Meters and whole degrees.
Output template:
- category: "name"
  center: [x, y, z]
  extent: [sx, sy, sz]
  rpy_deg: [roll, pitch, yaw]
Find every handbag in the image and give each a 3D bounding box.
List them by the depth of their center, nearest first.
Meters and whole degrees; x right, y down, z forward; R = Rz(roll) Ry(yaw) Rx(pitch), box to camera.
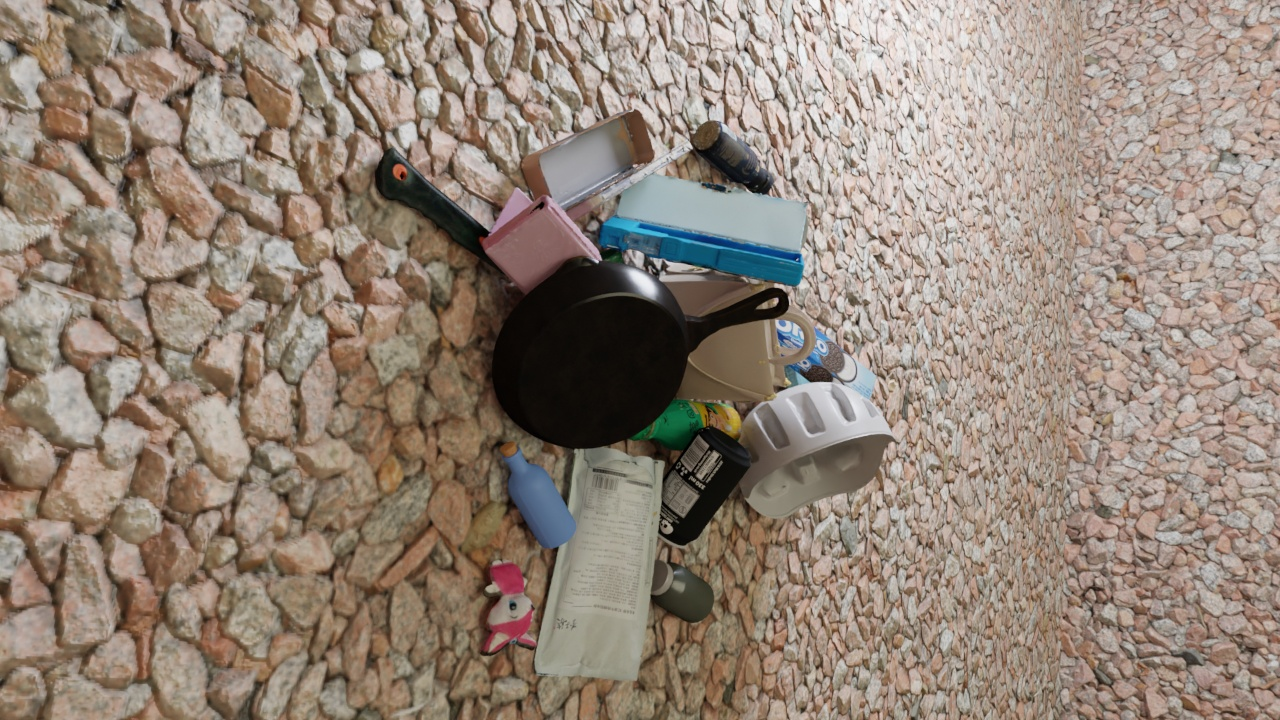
- category: "handbag"
  center: [0.135, -0.033, 1.195]
  extent: [0.101, 0.198, 0.195]
  rpy_deg: [-40, 127, -48]

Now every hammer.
- category: "hammer"
  center: [-0.155, -0.115, 1.001]
  extent: [0.333, 0.033, 0.132]
  rpy_deg: [37, 62, -43]

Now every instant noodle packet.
- category: "instant noodle packet"
  center: [-0.045, 0.242, 1.101]
  extent: [0.146, 0.057, 0.269]
  rpy_deg: [16, 78, -31]

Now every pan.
- category: "pan"
  center: [0.013, -0.013, 1.024]
  extent: [0.355, 0.043, 0.249]
  rpy_deg: [-18, 124, -14]

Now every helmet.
- category: "helmet"
  center: [0.238, 0.128, 1.301]
  extent: [0.184, 0.224, 0.282]
  rpy_deg: [63, 5, 6]

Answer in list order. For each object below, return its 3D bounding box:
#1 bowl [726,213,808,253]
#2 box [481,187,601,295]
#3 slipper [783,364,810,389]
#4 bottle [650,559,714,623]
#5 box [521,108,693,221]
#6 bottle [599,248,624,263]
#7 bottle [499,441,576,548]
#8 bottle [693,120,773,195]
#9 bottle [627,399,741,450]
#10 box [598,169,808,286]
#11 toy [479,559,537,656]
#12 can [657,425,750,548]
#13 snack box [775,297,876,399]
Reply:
- category: "bowl"
  center: [0.163, -0.176, 1.355]
  extent: [0.174, 0.068, 0.174]
  rpy_deg: [-26, 142, -22]
- category: "box"
  center: [-0.074, -0.093, 1.036]
  extent: [0.232, 0.099, 0.098]
  rpy_deg: [45, 18, -36]
- category: "slipper"
  center: [0.273, 0.061, 1.487]
  extent: [0.115, 0.070, 0.276]
  rpy_deg: [-8, 93, -54]
- category: "bottle"
  center: [0.048, 0.300, 1.199]
  extent: [0.108, 0.060, 0.060]
  rpy_deg: [42, 57, -41]
- category: "box"
  center: [-0.044, -0.243, 1.111]
  extent: [0.107, 0.095, 0.215]
  rpy_deg: [52, 46, -2]
- category: "bottle"
  center: [-0.025, -0.084, 1.149]
  extent: [0.042, 0.043, 0.110]
  rpy_deg: [-46, 123, -42]
- category: "bottle"
  center: [-0.118, 0.145, 1.014]
  extent: [0.047, 0.048, 0.131]
  rpy_deg: [-49, 124, -40]
- category: "bottle"
  center: [0.140, -0.294, 1.351]
  extent: [0.160, 0.056, 0.056]
  rpy_deg: [27, 67, -46]
- category: "bottle"
  center: [0.051, 0.085, 1.209]
  extent: [0.209, 0.068, 0.068]
  rpy_deg: [8, 82, -50]
- category: "box"
  center: [0.083, -0.157, 1.147]
  extent: [0.173, 0.243, 0.064]
  rpy_deg: [-72, 173, -51]
- category: "toy"
  center: [-0.139, 0.265, 0.985]
  extent: [0.065, 0.050, 0.102]
  rpy_deg: [0, 82, -46]
- category: "can"
  center: [0.071, 0.161, 1.172]
  extent: [0.080, 0.080, 0.146]
  rpy_deg: [22, 106, -48]
- category: "snack box"
  center: [0.264, -0.011, 1.422]
  extent: [0.226, 0.060, 0.059]
  rpy_deg: [37, 57, -16]
